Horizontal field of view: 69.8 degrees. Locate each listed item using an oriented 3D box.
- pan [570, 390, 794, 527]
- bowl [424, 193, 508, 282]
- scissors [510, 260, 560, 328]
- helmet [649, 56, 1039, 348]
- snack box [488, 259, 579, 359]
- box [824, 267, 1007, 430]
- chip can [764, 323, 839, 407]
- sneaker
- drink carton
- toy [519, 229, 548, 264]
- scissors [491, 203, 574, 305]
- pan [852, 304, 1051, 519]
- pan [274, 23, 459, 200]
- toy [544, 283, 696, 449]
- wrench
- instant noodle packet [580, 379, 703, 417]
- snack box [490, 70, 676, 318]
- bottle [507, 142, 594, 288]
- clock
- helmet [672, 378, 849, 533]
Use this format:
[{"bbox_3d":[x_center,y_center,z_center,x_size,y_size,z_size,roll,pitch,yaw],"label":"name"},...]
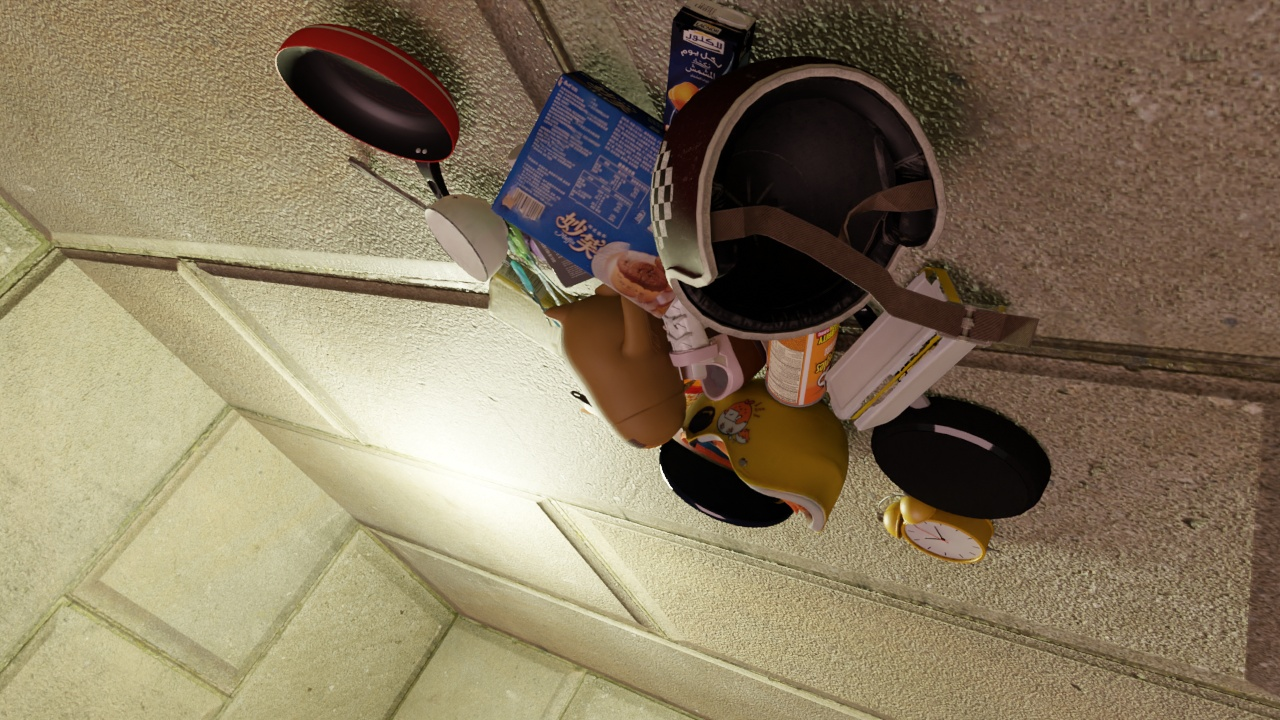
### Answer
[{"bbox_3d":[0.052,0.127,1.279,0.356,0.198,0.021,27,119,15],"label":"pan"},{"bbox_3d":[-0.205,-0.159,1.131,0.113,0.063,0.114,41,161,18],"label":"bowl"},{"bbox_3d":[-0.131,-0.081,1.176,0.135,0.015,0.135,55,-179,23],"label":"scissors"},{"bbox_3d":[0.128,-0.121,0.731,0.253,0.233,0.234,-141,42,-78],"label":"helmet"},{"bbox_3d":[-0.130,-0.064,1.290,0.181,0.045,0.121,31,151,7],"label":"snack box"},{"bbox_3d":[0.268,-0.012,0.939,0.080,0.079,0.210,59,144,23],"label":"box"},{"bbox_3d":[0.177,-0.037,0.989,0.075,0.075,0.215,22,150,18],"label":"chip can"},{"bbox_3d":[0.047,-0.067,1.028,0.112,0.116,0.294,6,142,40],"label":"sneaker"},{"bbox_3d":[0.058,-0.250,0.808,0.064,0.040,0.130,25,151,12],"label":"drink carton"},{"bbox_3d":[-0.124,-0.158,1.142,0.080,0.036,0.100,35,155,19],"label":"toy"},{"bbox_3d":[-0.142,-0.131,1.164,0.170,0.028,0.139,42,161,15],"label":"scissors"},{"bbox_3d":[0.327,0.070,1.045,0.205,0.044,0.355,-4,136,48],"label":"pan"},{"bbox_3d":[-0.276,-0.266,1.091,0.209,0.067,0.356,14,164,27],"label":"pan"},{"bbox_3d":[-0.007,0.007,1.120,0.203,0.162,0.199,67,159,4],"label":"toy"},{"bbox_3d":[-0.282,-0.199,1.229,0.273,0.010,0.070,33,175,8],"label":"wrench"},{"bbox_3d":[0.001,0.053,1.337,0.160,0.032,0.221,17,152,-2],"label":"instant noodle packet"},{"bbox_3d":[-0.020,-0.164,0.908,0.203,0.069,0.155,33,112,0],"label":"snack box"},{"bbox_3d":[-0.092,-0.170,1.047,0.084,0.046,0.174,-19,128,19],"label":"bottle"},{"bbox_3d":[0.389,0.217,1.209,0.152,0.051,0.114,26,152,4],"label":"clock"},{"bbox_3d":[0.160,0.093,1.152,0.209,0.139,0.240,37,175,-40],"label":"helmet"}]
